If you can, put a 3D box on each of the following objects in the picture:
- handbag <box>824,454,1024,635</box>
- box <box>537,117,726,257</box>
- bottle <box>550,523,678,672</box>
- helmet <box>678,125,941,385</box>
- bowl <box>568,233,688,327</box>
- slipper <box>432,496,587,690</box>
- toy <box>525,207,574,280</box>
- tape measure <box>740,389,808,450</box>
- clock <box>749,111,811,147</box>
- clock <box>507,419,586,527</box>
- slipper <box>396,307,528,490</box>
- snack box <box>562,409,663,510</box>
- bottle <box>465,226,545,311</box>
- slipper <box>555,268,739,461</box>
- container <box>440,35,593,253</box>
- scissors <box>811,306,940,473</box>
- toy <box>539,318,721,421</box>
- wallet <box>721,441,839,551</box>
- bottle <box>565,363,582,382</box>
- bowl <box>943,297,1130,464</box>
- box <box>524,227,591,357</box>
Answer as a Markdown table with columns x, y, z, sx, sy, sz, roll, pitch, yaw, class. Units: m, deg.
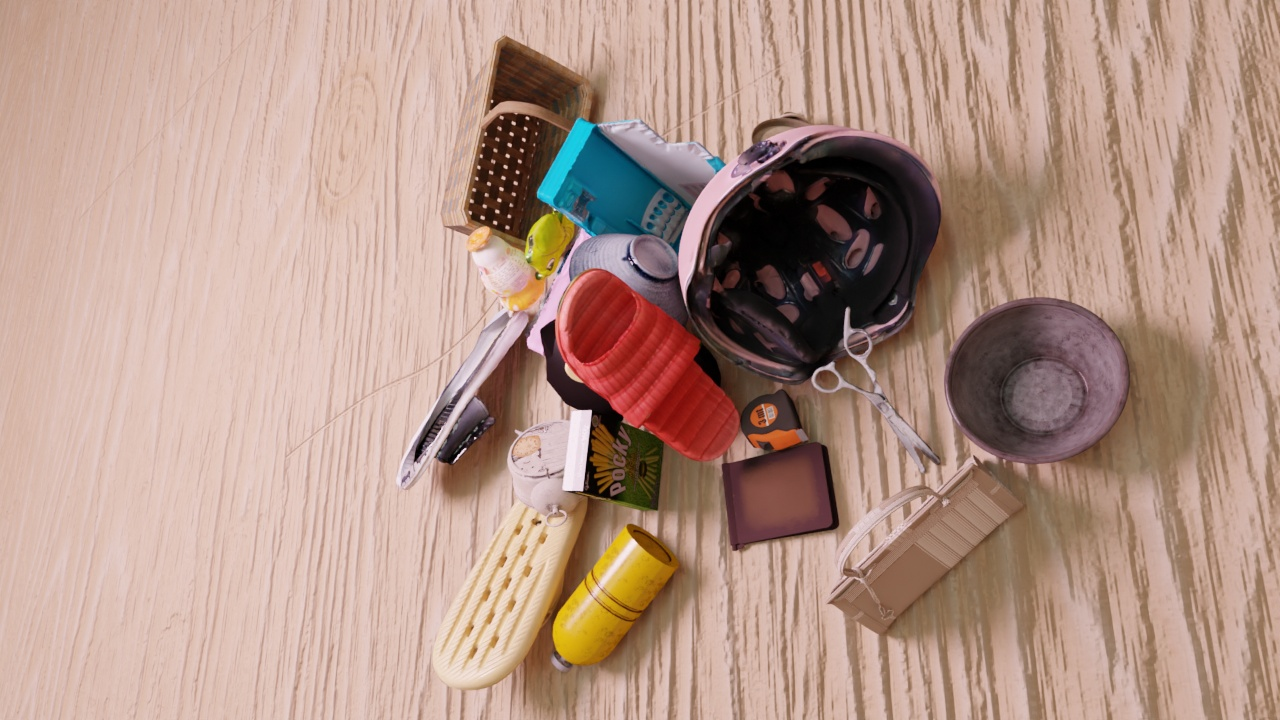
| x | y | z | sx | sy | sz | roll | pitch | yaw | class |
| --- | --- | --- | --- | --- | --- | --- | --- | --- | --- |
| 0.217 | 0.145 | 0.764 | 0.176 | 0.197 | 0.062 | -47 | 57 | 11 | handbag |
| 0.013 | -0.182 | 0.974 | 0.170 | 0.227 | 0.085 | -32 | 60 | 20 | box |
| -0.036 | 0.257 | 0.965 | 0.071 | 0.071 | 0.164 | 42 | 98 | 34 | bottle |
| 0.156 | -0.116 | 0.888 | 0.256 | 0.230 | 0.152 | -47 | 25 | 18 | helmet |
| 0.002 | -0.087 | 0.908 | 0.057 | 0.136 | 0.137 | -49 | 51 | 46 | bowl |
| -0.127 | 0.249 | 1.022 | 0.111 | 0.079 | 0.260 | 10 | 62 | 33 | slipper |
| -0.103 | -0.145 | 1.072 | 0.036 | 0.093 | 0.094 | 19 | 124 | 21 | toy |
| 0.135 | 0.066 | 0.935 | 0.059 | 0.038 | 0.058 | -25 | 45 | 15 | tape measure |
| 0.160 | -0.225 | 0.995 | 0.093 | 0.055 | 0.140 | 12 | 50 | -2 | clock |
| -0.096 | 0.122 | 1.007 | 0.103 | 0.061 | 0.156 | -14 | 36 | 2 | clock |
| -0.208 | 0.053 | 1.130 | 0.263 | 0.063 | 0.111 | -61 | 23 | -11 | slipper |
| -0.025 | 0.107 | 0.955 | 0.025 | 0.147 | 0.080 | -3 | 73 | 31 | snack box |
| -0.161 | -0.108 | 1.083 | 0.063 | 0.109 | 0.063 | -21 | 44 | 21 | bottle |
| 0.017 | 0.016 | 0.864 | 0.103 | 0.249 | 0.059 | -50 | 29 | -11 | slipper |
| -0.135 | -0.259 | 1.123 | 0.187 | 0.157 | 0.249 | -7 | 70 | 51 | container |
| 0.229 | 0.029 | 0.856 | 0.161 | 0.014 | 0.118 | 27 | 111 | 10 | scissors |
| -0.006 | 0.006 | 0.979 | 0.184 | 0.140 | 0.159 | 17 | 84 | 34 | toy |
| 0.138 | 0.138 | 0.928 | 0.116 | 0.018 | 0.091 | -17 | 66 | 29 | wallet |
| -0.042 | -0.048 | 0.926 | 0.046 | 0.072 | 0.160 | -51 | 19 | 46 | bottle |
| 0.347 | 0.024 | 0.802 | 0.145 | 0.067 | 0.144 | -10 | 70 | 29 | bowl |
| -0.064 | -0.110 | 1.086 | 0.063 | 0.160 | 0.230 | 27 | 90 | -9 | box |
